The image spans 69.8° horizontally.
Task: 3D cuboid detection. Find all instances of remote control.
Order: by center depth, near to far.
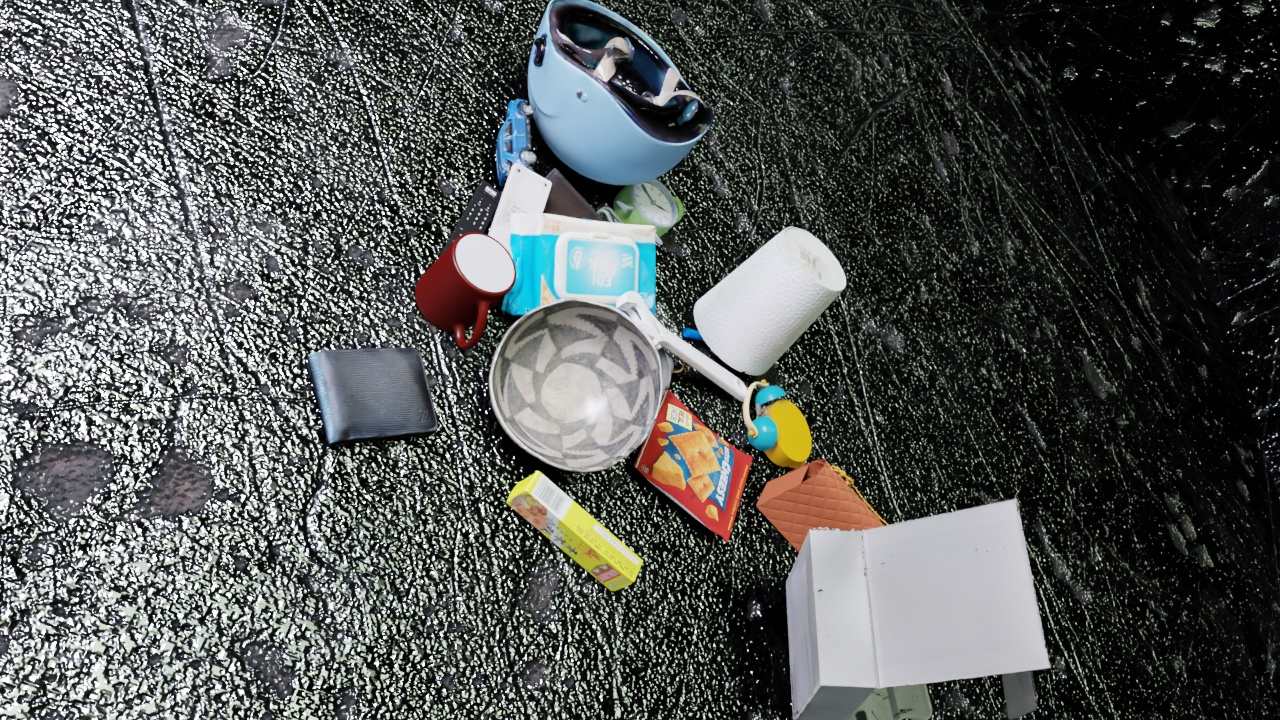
[{"bbox_3d":[-0.189,-0.152,1.029,0.030,0.009,0.139,35,46,-21],"label":"remote control"},{"bbox_3d":[-0.142,-0.154,1.040,0.050,0.011,0.135,25,70,-29],"label":"remote control"}]

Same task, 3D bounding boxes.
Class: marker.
[{"bbox_3d":[0.113,-0.026,1.222,0.141,0.013,0.013,11,58,-37],"label":"marker"}]

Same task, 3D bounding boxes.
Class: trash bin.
[{"bbox_3d":[0.170,-0.080,1.179,0.133,0.162,0.133,27,39,-24],"label":"trash bin"}]

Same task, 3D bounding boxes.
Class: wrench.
[{"bbox_3d":[0.059,-0.007,1.103,0.273,0.018,0.066,33,33,-46],"label":"wrench"}]

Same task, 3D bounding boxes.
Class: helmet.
[{"bbox_3d":[-0.047,-0.331,1.152,0.225,0.167,0.265,6,52,-42],"label":"helmet"}]

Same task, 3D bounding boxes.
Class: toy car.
[{"bbox_3d":[-0.149,-0.257,1.098,0.043,0.056,0.120,3,66,-14],"label":"toy car"}]

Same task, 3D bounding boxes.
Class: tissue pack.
[{"bbox_3d":[-0.067,-0.105,1.047,0.208,0.066,0.117,-1,95,-41],"label":"tissue pack"}]

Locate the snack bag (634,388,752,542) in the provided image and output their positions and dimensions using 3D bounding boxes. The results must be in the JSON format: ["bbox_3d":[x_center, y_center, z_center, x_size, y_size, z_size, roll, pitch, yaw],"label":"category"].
[{"bbox_3d":[0.063,0.119,1.065,0.144,0.039,0.130,40,44,-16],"label":"snack bag"}]

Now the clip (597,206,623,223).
[{"bbox_3d":[-0.029,-0.164,1.173,0.076,0.023,0.057,51,41,-7],"label":"clip"}]

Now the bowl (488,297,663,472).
[{"bbox_3d":[-0.070,0.029,0.959,0.178,0.081,0.178,3,77,-14],"label":"bowl"}]

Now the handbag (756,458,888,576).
[{"bbox_3d":[0.244,0.201,1.125,0.172,0.109,0.060,47,43,-9],"label":"handbag"}]

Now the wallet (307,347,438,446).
[{"bbox_3d":[-0.244,0.032,0.852,0.114,0.026,0.089,-5,70,-44],"label":"wallet"}]

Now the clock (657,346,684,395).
[{"bbox_3d":[-0.006,0.006,1.062,0.147,0.056,0.104,-2,66,-41],"label":"clock"}]

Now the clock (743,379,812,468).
[{"bbox_3d":[0.178,0.086,1.190,0.129,0.044,0.098,43,43,-23],"label":"clock"}]

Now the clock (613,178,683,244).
[{"bbox_3d":[0.009,-0.205,1.218,0.094,0.043,0.119,44,44,-13],"label":"clock"}]

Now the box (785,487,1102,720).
[{"bbox_3d":[0.270,0.257,0.937,0.160,0.340,0.166,32,47,-38],"label":"box"}]

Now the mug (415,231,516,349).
[{"bbox_3d":[-0.175,-0.065,0.932,0.073,0.083,0.105,6,61,-40],"label":"mug"}]

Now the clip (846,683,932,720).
[{"bbox_3d":[0.263,0.395,1.065,0.143,0.073,0.124,8,62,-27],"label":"clip"}]

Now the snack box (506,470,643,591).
[{"bbox_3d":[-0.065,0.172,0.916,0.148,0.040,0.028,43,45,-13],"label":"snack box"}]

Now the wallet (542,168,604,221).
[{"bbox_3d":[-0.097,-0.168,1.109,0.099,0.031,0.119,47,42,-15],"label":"wallet"}]
